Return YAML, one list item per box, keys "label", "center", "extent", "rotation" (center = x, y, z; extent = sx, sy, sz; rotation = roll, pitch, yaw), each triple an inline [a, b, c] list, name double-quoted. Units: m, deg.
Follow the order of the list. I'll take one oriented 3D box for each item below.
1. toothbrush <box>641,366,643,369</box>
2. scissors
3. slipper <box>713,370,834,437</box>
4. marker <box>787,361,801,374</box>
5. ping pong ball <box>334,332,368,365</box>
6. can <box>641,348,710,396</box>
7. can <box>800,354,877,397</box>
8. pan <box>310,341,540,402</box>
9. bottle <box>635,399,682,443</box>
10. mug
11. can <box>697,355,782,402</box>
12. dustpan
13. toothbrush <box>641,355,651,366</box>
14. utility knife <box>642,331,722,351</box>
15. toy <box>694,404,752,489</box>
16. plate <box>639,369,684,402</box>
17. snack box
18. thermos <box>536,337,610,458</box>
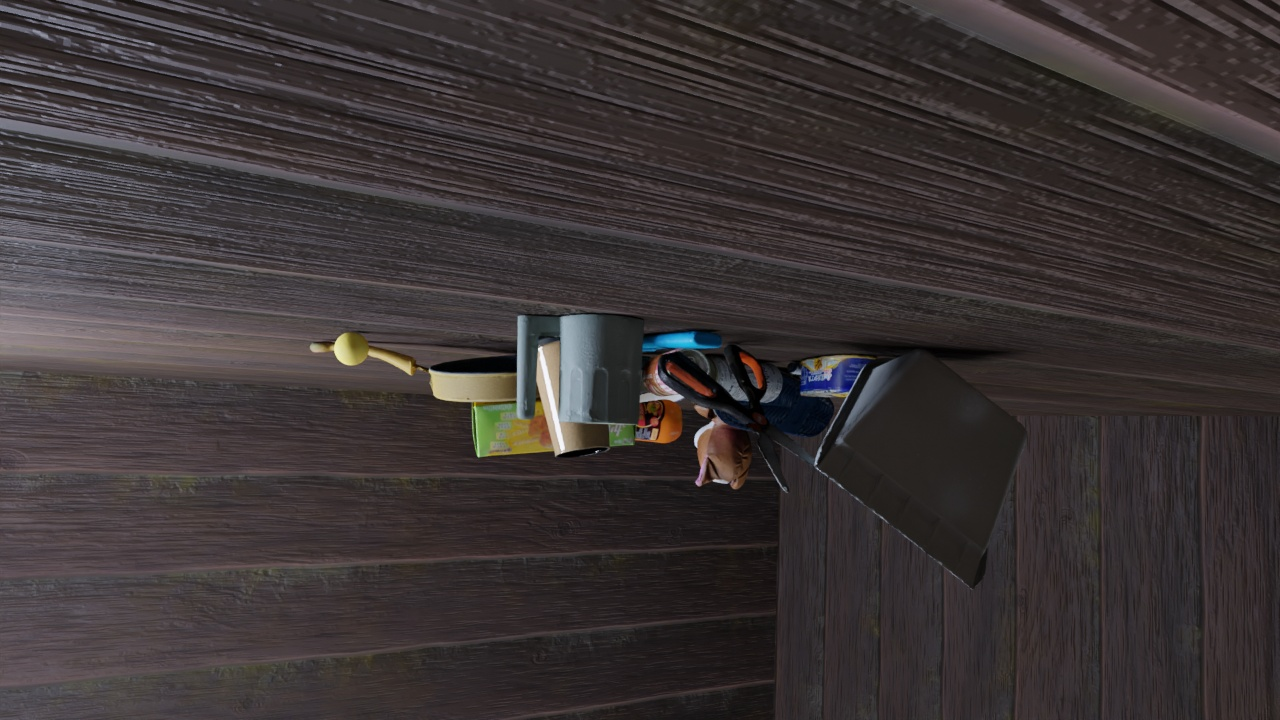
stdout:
- label: "toothbrush"
  center: [-0.008, 0.008, 1.365]
  extent: [0.012, 0.017, 0.186]
  rotation: [-8, 175, 6]
- label: "scissors"
  center: [0.117, 0.049, 1.010]
  extent: [0.221, 0.022, 0.231]
  rotation: [26, -148, -9]
- label: "slipper"
  center: [0.211, 0.059, 1.477]
  extent: [0.252, 0.105, 0.095]
  rotation: [13, -164, -39]
- label: "marker"
  center: [0.257, 0.015, 1.326]
  extent: [0.023, 0.018, 0.130]
  rotation: [18, -171, 43]
- label: "ping pong ball"
  center: [-0.350, -0.014, 1.112]
  extent: [0.040, 0.040, 0.040]
  rotation: [2, 175, 0]
- label: "can"
  center: [0.045, 0.016, 1.197]
  extent: [0.058, 0.058, 0.147]
  rotation: [3, 175, -12]
- label: "can"
  center: [0.262, 0.022, 1.221]
  extent: [0.074, 0.049, 0.148]
  rotation: [4, 175, -14]
- label: "pan"
  center: [-0.264, 0.007, 1.238]
  extent: [0.357, 0.078, 0.197]
  rotation: [-2, -174, 0]
- label: "bottle"
  center: [-0.014, 0.092, 1.377]
  extent: [0.149, 0.066, 0.067]
  rotation: [0, 176, -11]
- label: "mug"
  center: [-0.059, 0.010, 0.895]
  extent: [0.124, 0.103, 0.084]
  rotation: [2, 176, -3]
- label: "can"
  center: [0.134, 0.027, 1.283]
  extent: [0.146, 0.058, 0.058]
  rotation: [7, 173, -44]
- label: "dustpan"
  center: [0.329, 0.104, 1.084]
  extent: [0.222, 0.257, 0.143]
  rotation: [38, 160, 1]
- label: "toothbrush"
  center: [-0.072, -0.005, 1.234]
  extent: [0.191, 0.018, 0.016]
  rotation: [4, 175, -25]
- label: "utility knife"
  center: [0.005, -0.019, 1.040]
  extent: [0.034, 0.018, 0.224]
  rotation: [5, 176, -38]
- label: "toy"
  center: [0.140, 0.120, 1.576]
  extent: [0.140, 0.199, 0.131]
  rotation: [7, 170, -38]
- label: "plate"
  center: [0.012, 0.045, 1.445]
  extent: [0.205, 0.045, 0.205]
  rotation: [-10, 173, -1]
- label: "snack box"
  center: [-0.122, 0.076, 1.245]
  extent: [0.210, 0.070, 0.158]
  rotation: [-3, -174, -10]
- label: "thermos"
  center: [-0.074, 0.032, 1.013]
  extent: [0.093, 0.143, 0.093]
  rotation: [-9, 168, -2]
